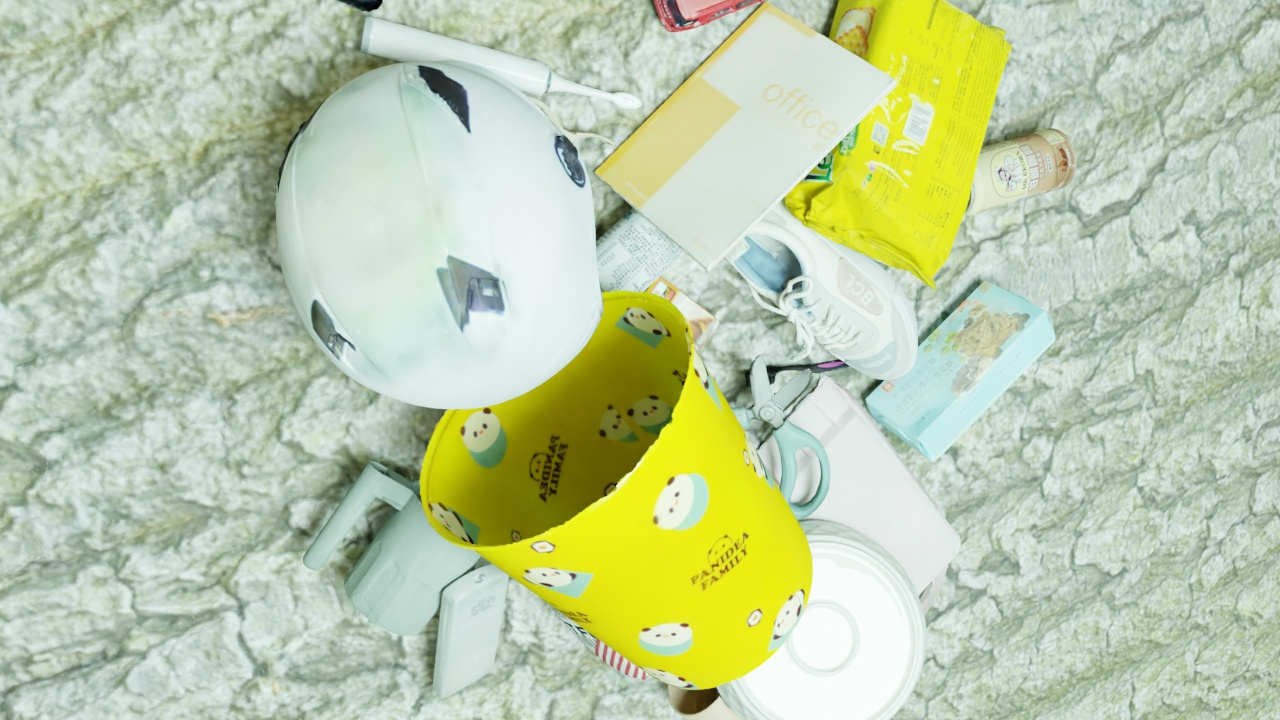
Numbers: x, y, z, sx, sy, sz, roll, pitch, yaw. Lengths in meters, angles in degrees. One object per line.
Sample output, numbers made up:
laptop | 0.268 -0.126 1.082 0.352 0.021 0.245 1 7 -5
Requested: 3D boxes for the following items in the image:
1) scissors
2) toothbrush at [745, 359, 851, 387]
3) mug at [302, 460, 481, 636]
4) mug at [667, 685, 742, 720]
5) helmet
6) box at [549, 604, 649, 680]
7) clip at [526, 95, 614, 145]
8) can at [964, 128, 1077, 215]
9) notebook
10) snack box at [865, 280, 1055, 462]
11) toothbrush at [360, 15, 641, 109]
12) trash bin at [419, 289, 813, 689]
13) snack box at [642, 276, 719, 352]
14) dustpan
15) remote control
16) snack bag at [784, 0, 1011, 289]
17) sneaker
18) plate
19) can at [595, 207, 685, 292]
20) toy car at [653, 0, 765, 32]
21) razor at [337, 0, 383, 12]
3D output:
scissors | 0.113 0.085 0.840 0.170 0.019 0.181 -42 103 18
toothbrush | 0.187 0.007 0.880 0.189 0.014 0.018 -7 124 -17
mug | -0.201 0.154 0.761 0.124 0.083 0.103 35 95 -22
mug | 0.101 0.316 0.912 0.103 0.084 0.124 41 64 -25
helmet | -0.154 -0.088 0.627 0.229 0.145 0.258 -14 92 14
box | -0.035 0.216 0.846 0.163 0.076 0.087 50 58 -23
clip | -0.069 -0.184 0.733 0.099 0.034 0.066 28 95 -28
can | 0.339 -0.174 0.852 0.116 0.058 0.058 -17 110 -12
notebook | 0.079 -0.184 0.735 0.206 0.146 0.010 -45 152 -1
snack box | 0.306 0.009 0.879 0.175 0.074 0.051 -44 133 -2
toothbrush | -0.103 -0.225 0.713 0.220 0.026 0.027 9 113 -20
trash bin | 0.001 0.114 0.716 0.229 0.229 0.255 -41 124 -3
snack box | -0.005 0.005 0.809 0.075 0.026 0.154 35 94 -24
dustpan | 0.195 0.186 0.935 0.222 0.139 0.273 -43 85 -2
remote control | -0.149 0.234 0.794 0.058 0.021 0.150 -22 140 -38
snack bag | 0.221 -0.200 0.771 0.158 0.068 0.246 20 82 -23
sneaker | 0.158 -0.051 0.799 0.242 0.090 0.090 42 135 -21
plate | 0.161 0.250 0.832 0.205 0.045 0.204 0 82 -2
can | -0.004 -0.091 0.766 0.146 0.058 0.058 -43 113 -2
toy car | 0.069 -0.304 0.737 0.120 0.045 0.053 -27 113 -11
razor | -0.210 -0.333 0.639 0.068 0.062 0.167 3 101 14
